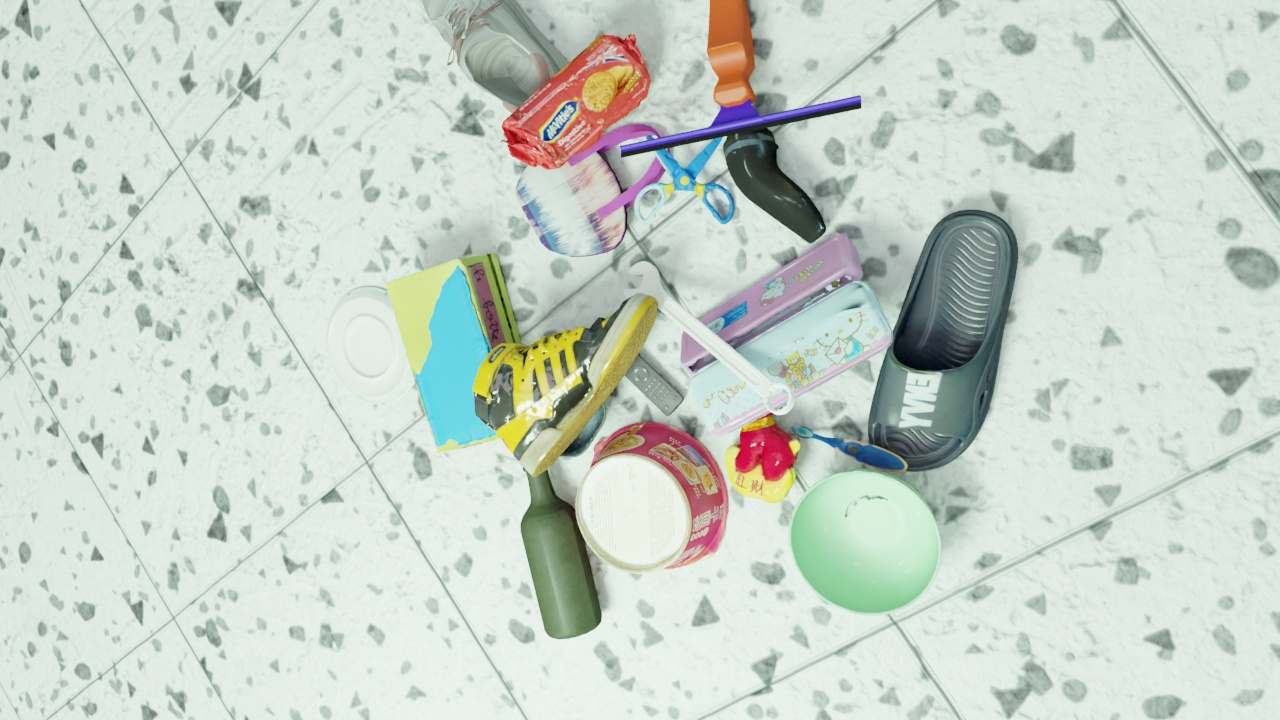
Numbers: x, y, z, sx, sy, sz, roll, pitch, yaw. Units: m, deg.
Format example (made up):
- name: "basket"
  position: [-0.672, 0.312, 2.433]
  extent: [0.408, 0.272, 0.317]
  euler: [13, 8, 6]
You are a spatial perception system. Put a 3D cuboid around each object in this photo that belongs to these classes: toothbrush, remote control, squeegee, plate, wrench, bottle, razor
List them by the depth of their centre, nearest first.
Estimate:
- name: "squeegee"
  position: [0.091, -0.316, 0.926]
  extent: [0.250, 0.055, 0.184]
  euler: [-6, 88, 24]
- name: "razor"
  position: [0.141, -0.181, 0.938]
  extent: [0.063, 0.053, 0.140]
  euler: [-42, 87, -9]
- name: "toothbrush"
  position: [0.211, 0.089, 0.942]
  extent: [0.135, 0.017, 0.021]
  euler: [18, 91, 43]
- name: "wrench"
  position: [0.064, -0.027, 0.948]
  extent: [0.047, 0.009, 0.273]
  euler: [-54, 49, 8]
- name: "remote control"
  position: [-0.006, 0.006, 1.050]
  extent: [0.136, 0.015, 0.032]
  euler: [44, 113, 8]
- name: "bottle"
  position: [-0.102, 0.224, 1.099]
  extent: [0.072, 0.071, 0.207]
  euler: [-11, 94, 25]
- name: "plate"
  position: [-0.352, -0.018, 1.198]
  extent: [0.157, 0.014, 0.157]
  euler: [4, 101, 23]

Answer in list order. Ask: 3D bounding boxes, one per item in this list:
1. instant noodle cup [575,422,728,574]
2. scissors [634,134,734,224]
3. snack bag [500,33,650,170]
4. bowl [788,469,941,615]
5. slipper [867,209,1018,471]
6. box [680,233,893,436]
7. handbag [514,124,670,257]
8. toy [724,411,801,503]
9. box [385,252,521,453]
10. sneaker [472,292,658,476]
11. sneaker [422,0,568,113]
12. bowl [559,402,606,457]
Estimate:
- name: "instant noodle cup"
  position: [0.003, 0.164, 1.039]
  extent: [0.179, 0.077, 0.179]
  euler: [4, 100, 23]
- name: "scissors"
  position: [0.045, -0.188, 0.976]
  extent: [0.130, 0.013, 0.125]
  euler: [-39, 100, 9]
- name: "snack bag"
  position: [-0.065, -0.268, 0.969]
  extent: [0.176, 0.082, 0.082]
  euler: [-42, 81, 0]
- name: "bowl"
  position: [0.233, 0.176, 0.940]
  extent: [0.151, 0.076, 0.151]
  euler: [4, 101, 23]
- name: "slipper"
  position: [0.292, -0.011, 0.880]
  extent: [0.111, 0.083, 0.268]
  euler: [17, 105, 18]
- name: "box"
  position: [0.138, -0.027, 0.928]
  extent: [0.215, 0.051, 0.148]
  euler: [-32, 52, 25]
- name: "handbag"
  position: [-0.045, -0.198, 1.012]
  extent: [0.170, 0.068, 0.144]
  euler: [-31, 85, 19]
- name: "toy"
  position: [0.128, 0.087, 0.978]
  extent: [0.106, 0.067, 0.137]
  euler: [-5, 97, 46]
- name: "box"
  position: [-0.210, -0.007, 1.105]
  extent: [0.125, 0.081, 0.221]
  euler: [-16, 95, 26]
- name: "sneaker"
  position: [-0.088, 0.000, 0.992]
  extent: [0.122, 0.086, 0.239]
  euler: [39, 104, 10]
- name: "sneaker"
  position: [-0.174, -0.356, 1.019]
  extent: [0.236, 0.089, 0.099]
  euler: [44, 113, 11]
- name: "bowl"
  position: [-0.085, 0.057, 1.067]
  extent: [0.110, 0.055, 0.110]
  euler: [0, 90, 18]
